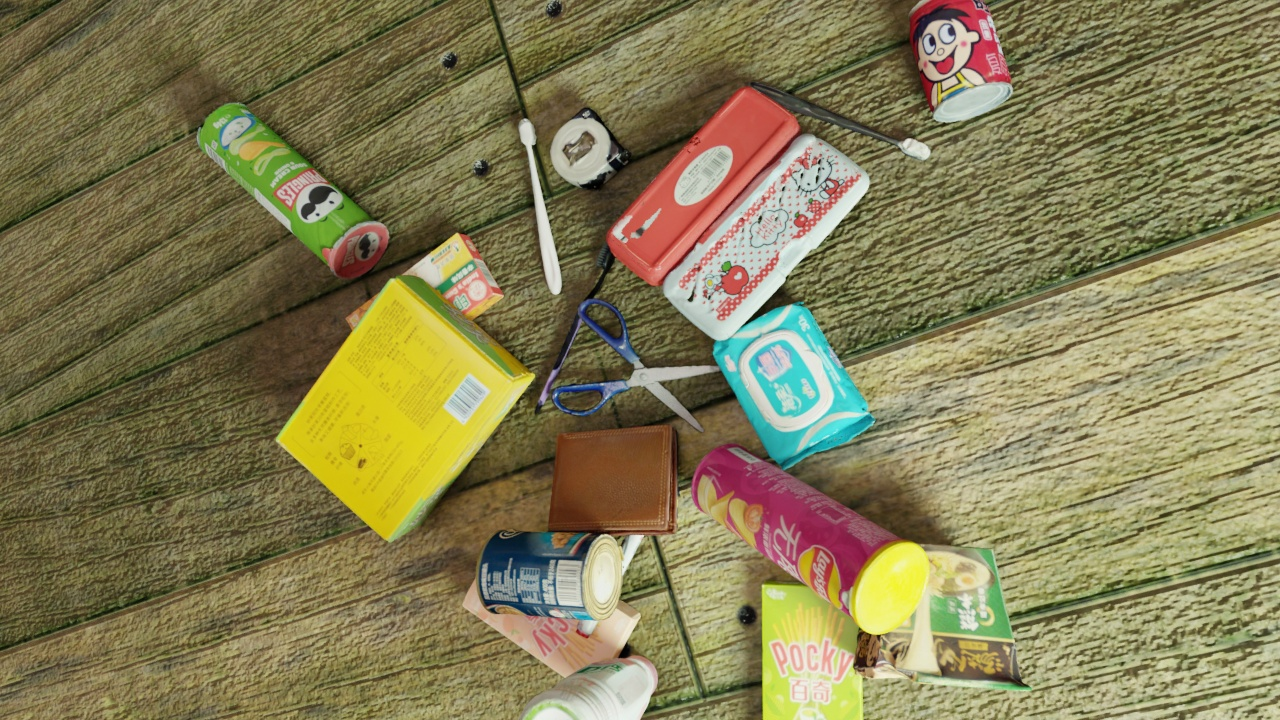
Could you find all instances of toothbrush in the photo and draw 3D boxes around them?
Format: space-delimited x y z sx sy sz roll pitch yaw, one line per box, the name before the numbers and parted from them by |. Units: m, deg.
toothbrush | -0.065 -0.034 0.893 0.017 0.014 0.189 27 95 26
toothbrush | -0.099 -0.153 0.914 0.016 0.016 0.180 -13 84 19
toothbrush | 0.175 -0.218 0.827 0.181 0.018 0.016 27 97 20

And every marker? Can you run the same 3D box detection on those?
marker | -0.019 0.186 0.839 0.017 0.017 0.145 26 80 18

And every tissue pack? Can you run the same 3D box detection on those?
tissue pack | 0.133 0.022 0.803 0.093 0.050 0.133 -32 77 12

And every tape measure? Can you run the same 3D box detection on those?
tape measure | -0.052 -0.201 0.891 0.066 0.033 0.065 -41 73 11

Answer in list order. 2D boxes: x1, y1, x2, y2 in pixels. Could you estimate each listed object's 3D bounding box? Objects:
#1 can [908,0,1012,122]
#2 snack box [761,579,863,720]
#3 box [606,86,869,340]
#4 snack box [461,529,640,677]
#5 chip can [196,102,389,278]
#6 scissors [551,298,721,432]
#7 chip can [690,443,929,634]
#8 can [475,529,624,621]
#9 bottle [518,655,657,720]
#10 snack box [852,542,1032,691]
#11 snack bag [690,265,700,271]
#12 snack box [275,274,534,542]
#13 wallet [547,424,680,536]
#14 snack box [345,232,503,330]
can | 0.267 -0.258 0.773 0.067 0.066 0.093 -15 81 16
snack box | 0.148 0.271 0.791 0.086 0.026 0.156 -1 85 17
box | 0.084 -0.134 0.818 0.158 0.039 0.201 42 88 25
snack box | -0.086 0.236 0.871 0.157 0.026 0.084 29 94 19
chip can | -0.372 -0.183 0.976 0.236 0.072 0.072 40 98 17
scissors | -0.011 0.012 0.866 0.174 0.012 0.162 -27 84 14
chip can | 0.125 0.133 0.729 0.211 0.071 0.071 27 95 56
can | -0.078 0.189 0.811 0.111 0.075 0.075 -3 85 25
bottle | -0.032 0.285 0.759 0.068 0.196 0.068 -2 84 19
snack box | 0.232 0.200 0.723 0.117 0.118 0.105 4 74 4
snack bag | 0.043 -0.098 0.855 0.104 0.026 0.048 14 89 18
snack box | -0.229 0.045 0.893 0.157 0.070 0.210 40 102 6
wallet | -0.025 0.111 0.847 0.125 0.032 0.101 -6 64 19
snack box | -0.222 -0.054 0.939 0.156 0.027 0.077 -35 78 13
